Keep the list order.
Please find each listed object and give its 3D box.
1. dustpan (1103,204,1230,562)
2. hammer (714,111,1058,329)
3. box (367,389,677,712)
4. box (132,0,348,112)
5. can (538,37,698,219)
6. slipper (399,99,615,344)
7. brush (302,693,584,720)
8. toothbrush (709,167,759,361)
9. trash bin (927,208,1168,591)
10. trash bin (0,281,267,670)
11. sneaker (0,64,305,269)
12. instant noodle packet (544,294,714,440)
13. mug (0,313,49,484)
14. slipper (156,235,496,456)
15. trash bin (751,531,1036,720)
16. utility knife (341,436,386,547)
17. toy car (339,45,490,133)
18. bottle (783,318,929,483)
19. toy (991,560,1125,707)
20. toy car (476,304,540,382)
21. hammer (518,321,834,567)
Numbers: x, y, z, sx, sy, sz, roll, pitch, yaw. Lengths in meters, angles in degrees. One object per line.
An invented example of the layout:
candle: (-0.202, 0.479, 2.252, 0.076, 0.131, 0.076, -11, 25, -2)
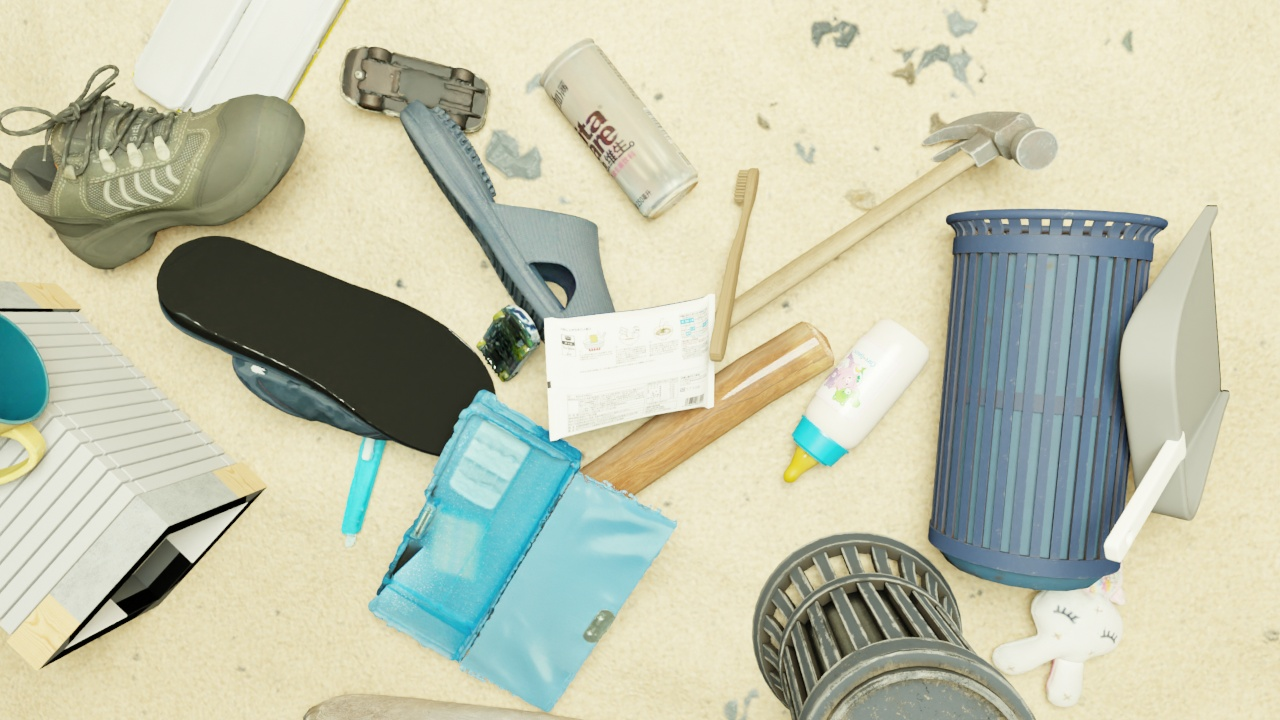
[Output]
dustpan: (0.341, 0.034, 0.589, 0.256, 0.033, 0.163, -41, 123, -30)
hammer: (0.136, -0.076, 0.678, 0.332, 0.119, 0.031, -36, 109, 15)
box: (-0.095, 0.155, 0.692, 0.174, 0.033, 0.232, 32, 118, 1)
box: (-0.309, -0.280, 0.730, 0.129, 0.034, 0.210, 33, 96, 5)
can: (-0.015, -0.174, 0.697, 0.054, 0.054, 0.135, -38, 90, 5)
slipper: (-0.075, -0.092, 0.683, 0.082, 0.101, 0.263, -35, 95, -7)
brush: (-0.130, 0.308, 0.719, 0.271, 0.083, 0.056, 6, 93, 3)
toothbrush: (0.069, -0.075, 0.683, 0.016, 0.016, 0.166, 4, 66, 18)
trash bin: (0.278, 0.025, 0.647, 0.139, 0.139, 0.249, 4, 95, 4)
trash bin: (-0.452, 0.075, 0.699, 0.247, 0.142, 0.142, 44, 95, 1)
sneaker: (-0.368, -0.162, 0.659, 0.238, 0.143, 0.100, -18, 53, 20)
instant noodle packet: (-0.004, 0.004, 0.649, 0.134, 0.026, 0.087, -10, 110, -27)
mug: (-0.446, 0.035, 0.589, 0.107, 0.083, 0.114, -25, 119, 5)
slipper: (-0.241, 0.000, 0.718, 0.265, 0.084, 0.108, 26, 53, -10)
trash bin: (0.165, 0.224, 0.619, 0.164, 0.227, 0.164, 0, 93, 4)
utility knife: (-0.228, 0.098, 0.749, 0.022, 0.015, 0.117, 19, 97, 16)
toy car: (-0.174, -0.209, 0.711, 0.112, 0.040, 0.048, 11, 94, -16)
bottle: (0.157, 0.036, 0.698, 0.051, 0.051, 0.146, 39, 95, 1)
toy: (0.331, 0.202, 0.701, 0.076, 0.037, 0.125, 29, 99, -2)
toy car: (-0.098, -0.015, 0.703, 0.027, 0.090, 0.038, -32, 84, -32)
hammer: (0.022, 0.071, 0.717, 0.301, 0.037, 0.158, -35, 90, 6)
